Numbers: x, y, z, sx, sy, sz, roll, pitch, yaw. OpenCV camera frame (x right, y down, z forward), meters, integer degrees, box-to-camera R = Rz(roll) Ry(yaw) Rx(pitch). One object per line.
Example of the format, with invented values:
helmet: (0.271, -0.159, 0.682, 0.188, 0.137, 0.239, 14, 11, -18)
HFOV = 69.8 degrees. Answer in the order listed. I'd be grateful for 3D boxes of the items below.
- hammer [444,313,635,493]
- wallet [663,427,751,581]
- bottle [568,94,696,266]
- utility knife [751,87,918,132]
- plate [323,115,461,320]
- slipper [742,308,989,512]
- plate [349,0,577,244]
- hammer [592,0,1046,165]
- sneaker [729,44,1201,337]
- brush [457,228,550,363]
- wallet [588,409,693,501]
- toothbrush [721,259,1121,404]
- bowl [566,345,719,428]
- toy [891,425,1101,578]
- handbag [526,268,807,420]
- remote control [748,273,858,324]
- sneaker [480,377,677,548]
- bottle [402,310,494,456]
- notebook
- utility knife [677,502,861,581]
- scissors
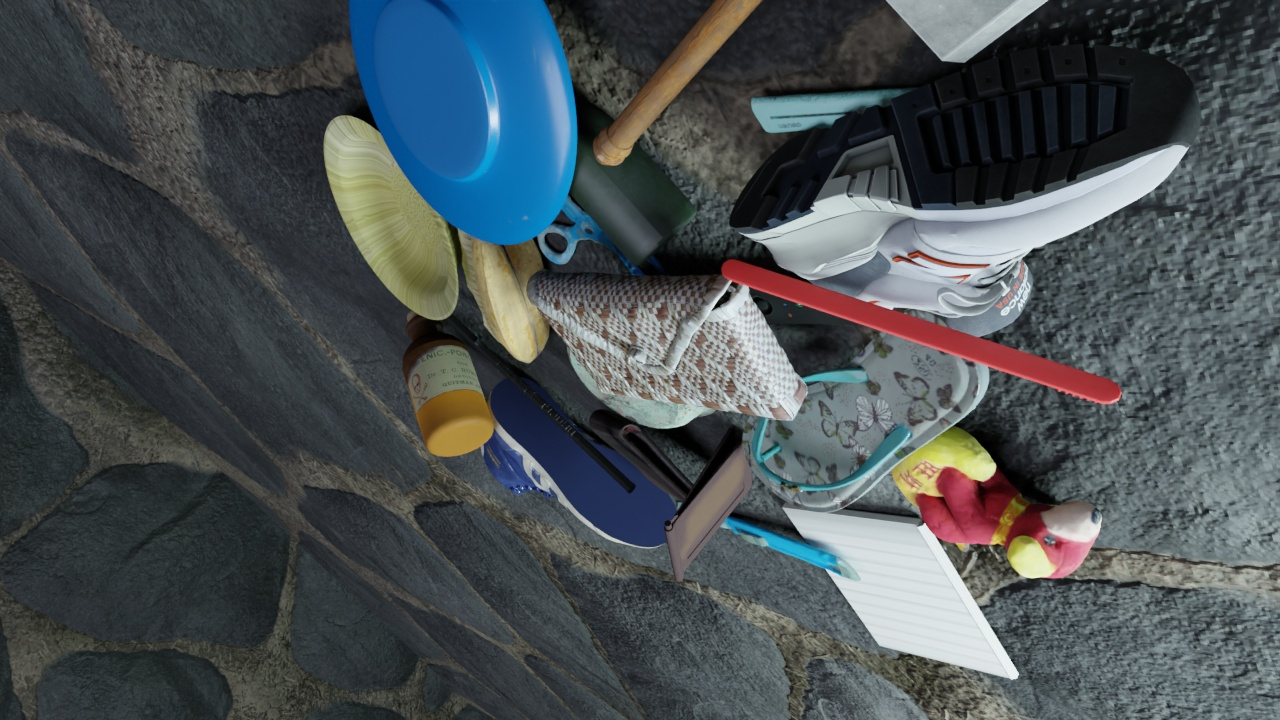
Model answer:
hammer: (-0.123, 0.008, 0.841, 0.325, 0.015, 0.095, 41, 161, 20)
wallet: (0.058, 0.123, 0.784, 0.018, 0.115, 0.092, 24, 148, 26)
bottle: (-0.040, -0.141, 0.590, 0.174, 0.055, 0.055, 47, 150, -5)
utility knife: (0.131, -0.129, 0.462, 0.166, 0.015, 0.022, 7, 138, 37)
plate: (-0.199, -0.124, 0.781, 0.184, 0.036, 0.185, 34, 143, 30)
slipper: (0.136, 0.052, 0.637, 0.098, 0.054, 0.270, 60, 150, 9)
plate: (-0.129, -0.178, 0.597, 0.224, 0.024, 0.225, 28, 134, 32)
hammer: (0.046, -0.168, 0.425, 0.162, 0.082, 0.319, 43, 150, -9)
sneaker: (0.161, -0.067, 0.448, 0.124, 0.088, 0.240, 37, 162, -29)
brush: (-0.112, -0.064, 0.769, 0.043, 0.059, 0.196, 38, 156, 27)
wallet: (0.011, 0.093, 0.857, 0.120, 0.031, 0.099, 45, 171, -17)
toothbrush: (0.138, -0.017, 0.480, 0.213, 0.012, 0.018, 22, 179, 27)
bowl: (-0.004, 0.005, 0.765, 0.157, 0.038, 0.158, 27, 149, 18)
toy: (0.232, 0.100, 0.623, 0.137, 0.067, 0.106, 32, 148, 25)
handbag: (0.011, -0.011, 0.631, 0.186, 0.046, 0.124, 6, 146, 41)
remote control: (0.082, -0.042, 0.632, 0.150, 0.013, 0.034, 3, 136, 45)
sneaker: (-0.079, 0.127, 0.964, 0.233, 0.091, 0.119, 39, 146, -1)
bottle: (-0.200, 0.014, 0.917, 0.068, 0.067, 0.156, 99, 151, -57)
notebook: (0.231, 0.205, 0.818, 0.143, 0.009, 0.210, -2, 132, 49)
utility knife: (0.114, 0.170, 0.886, 0.222, 0.015, 0.031, 14, 140, 46)
scissors: (-0.032, -0.092, 0.692, 0.139, 0.011, 0.134, 40, 149, -3)
